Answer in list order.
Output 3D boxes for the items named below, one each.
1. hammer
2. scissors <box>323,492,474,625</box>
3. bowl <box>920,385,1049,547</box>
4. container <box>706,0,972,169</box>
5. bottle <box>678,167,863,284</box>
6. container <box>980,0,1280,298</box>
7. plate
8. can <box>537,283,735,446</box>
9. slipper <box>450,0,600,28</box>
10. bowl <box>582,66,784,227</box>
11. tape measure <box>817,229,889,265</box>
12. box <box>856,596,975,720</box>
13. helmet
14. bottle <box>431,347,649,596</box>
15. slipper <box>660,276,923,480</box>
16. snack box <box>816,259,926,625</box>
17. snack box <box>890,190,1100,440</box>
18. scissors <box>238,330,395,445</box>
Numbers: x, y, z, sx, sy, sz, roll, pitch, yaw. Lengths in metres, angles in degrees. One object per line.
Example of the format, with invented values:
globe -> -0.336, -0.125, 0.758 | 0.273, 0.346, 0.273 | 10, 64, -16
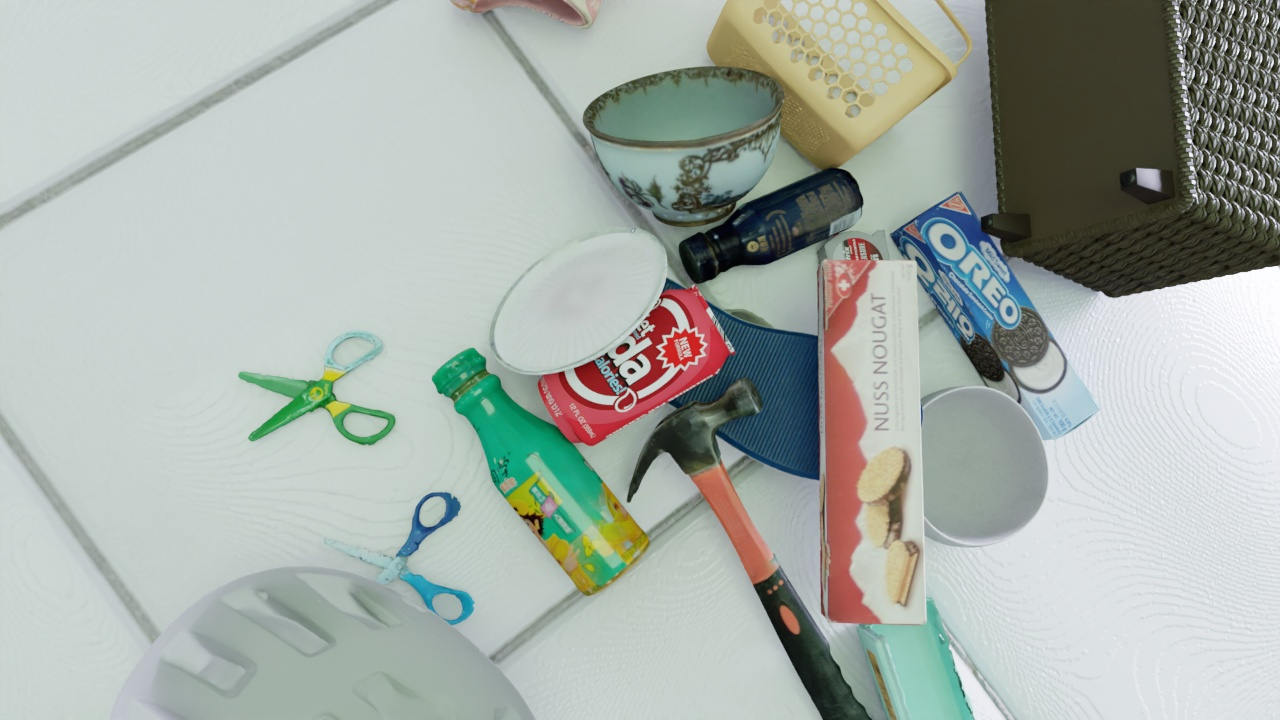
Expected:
hammer -> 0.107, 0.185, 0.733 | 0.133, 0.033, 0.333 | -29, 94, 19
scissors -> -0.184, 0.154, 0.718 | 0.127, 0.014, 0.129 | 19, 83, -2
bowl -> 0.267, 0.090, 0.776 | 0.131, 0.064, 0.131 | 1, 82, -10
container -> 0.171, -0.279, 0.781 | 0.183, 0.129, 0.167 | 44, 84, -3
bottle -> 0.111, -0.113, 0.782 | 0.160, 0.056, 0.056 | -24, 86, -10
container -> 0.394, -0.234, 0.757 | 0.204, 0.177, 0.320 | 5, 80, -31
plate -> -0.048, -0.046, 0.715 | 0.156, 0.157, 0.014 | -44, 130, -13
can -> -0.004, 0.004, 0.706 | 0.142, 0.074, 0.074 | -31, 88, 5
slipper -> -0.062, -0.321, 0.771 | 0.197, 0.093, 0.081 | -22, 97, -11
bowl -> 0.039, -0.167, 0.750 | 0.159, 0.160, 0.094 | -18, 127, -12
tape measure -> 0.191, -0.083, 0.811 | 0.062, 0.020, 0.060 | -4, 77, -11
box -> 0.237, 0.293, 0.733 | 0.078, 0.110, 0.187 | -19, 83, 6
helmet -> -0.202, 0.269, 0.603 | 0.282, 0.184, 0.223 | 38, 62, -16
bottle -> -0.082, 0.083, 0.716 | 0.068, 0.068, 0.209 | -39, 90, -13
slipper -> 0.083, 0.012, 0.762 | 0.295, 0.060, 0.118 | 26, 83, 8
snack box -> 0.173, 0.059, 0.696 | 0.076, 0.044, 0.272 | 1, 84, 2
snack box -> 0.310, -0.036, 0.806 | 0.059, 0.059, 0.226 | -31, 88, -9
scissors -> -0.252, 0.019, 0.724 | 0.127, 0.012, 0.121 | 17, 78, -8
